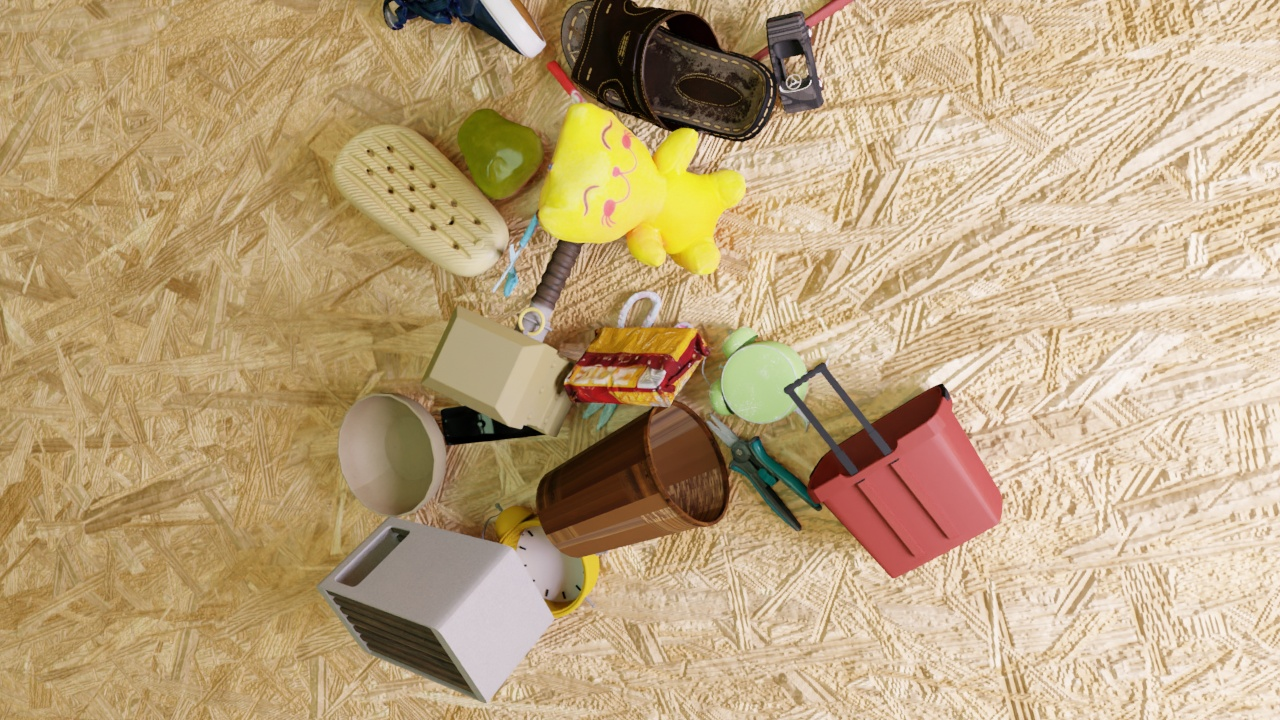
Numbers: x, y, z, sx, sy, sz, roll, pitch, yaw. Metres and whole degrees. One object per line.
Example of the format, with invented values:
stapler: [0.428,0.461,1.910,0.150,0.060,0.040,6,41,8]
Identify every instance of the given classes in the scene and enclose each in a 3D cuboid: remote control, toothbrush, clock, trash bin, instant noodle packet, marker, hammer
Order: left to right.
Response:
trash bin: [-0.230,0.269,1.021,0.229,0.114,0.114,3,127,41]
remote control: [-0.172,0.072,1.073,0.150,0.022,0.047,-9,92,26]
clock: [-0.117,0.228,1.051,0.152,0.052,0.114,17,103,18]
hammer: [-0.085,-0.094,0.951,0.101,0.190,0.324,24,87,14]
marker: [-0.064,-0.272,0.959,0.013,0.012,0.142,-48,55,22]
instant noodle packet: [-0.005,0.005,0.932,0.136,0.098,0.040,1,134,33]
clock: [0.118,0.018,0.918,0.119,0.042,0.094,18,102,23]
toothbrush: [0.148,-0.319,0.879,0.190,0.016,0.016,-27,80,26]

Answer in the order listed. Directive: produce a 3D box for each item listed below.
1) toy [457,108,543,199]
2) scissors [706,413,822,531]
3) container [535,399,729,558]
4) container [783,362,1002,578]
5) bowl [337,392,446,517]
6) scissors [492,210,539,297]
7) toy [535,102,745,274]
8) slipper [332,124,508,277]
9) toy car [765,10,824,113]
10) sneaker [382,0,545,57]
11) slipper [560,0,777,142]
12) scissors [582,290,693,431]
toy: [-0.159,-0.235,1.015,0.090,0.051,0.110,-44,74,20]
scissors: [0.127,0.110,0.935,0.142,0.019,0.127,2,103,32]
container: [-0.014,0.133,0.953,0.168,0.132,0.132,-27,84,31]
container: [0.217,0.078,0.830,0.148,0.126,0.201,-37,90,25]
bowl: [-0.295,0.111,1.120,0.152,0.050,0.152,3,98,26]
scissors: [-0.135,-0.110,0.999,0.015,0.134,0.134,29,142,3]
toy: [-0.001,-0.163,0.884,0.087,0.193,0.134,24,99,65]
slipper: [-0.240,-0.176,1.046,0.261,0.079,0.111,38,88,24]
toy car: [0.143,-0.276,0.859,0.040,0.037,0.092,-4,127,24]
sneaker: [-0.226,-0.401,1.001,0.294,0.120,0.127,44,99,18]
slipper: [0.013,-0.291,0.903,0.268,0.075,0.113,32,109,28]
scissors: [-0.021,0.001,1.000,0.179,0.016,0.103,-45,78,26]
